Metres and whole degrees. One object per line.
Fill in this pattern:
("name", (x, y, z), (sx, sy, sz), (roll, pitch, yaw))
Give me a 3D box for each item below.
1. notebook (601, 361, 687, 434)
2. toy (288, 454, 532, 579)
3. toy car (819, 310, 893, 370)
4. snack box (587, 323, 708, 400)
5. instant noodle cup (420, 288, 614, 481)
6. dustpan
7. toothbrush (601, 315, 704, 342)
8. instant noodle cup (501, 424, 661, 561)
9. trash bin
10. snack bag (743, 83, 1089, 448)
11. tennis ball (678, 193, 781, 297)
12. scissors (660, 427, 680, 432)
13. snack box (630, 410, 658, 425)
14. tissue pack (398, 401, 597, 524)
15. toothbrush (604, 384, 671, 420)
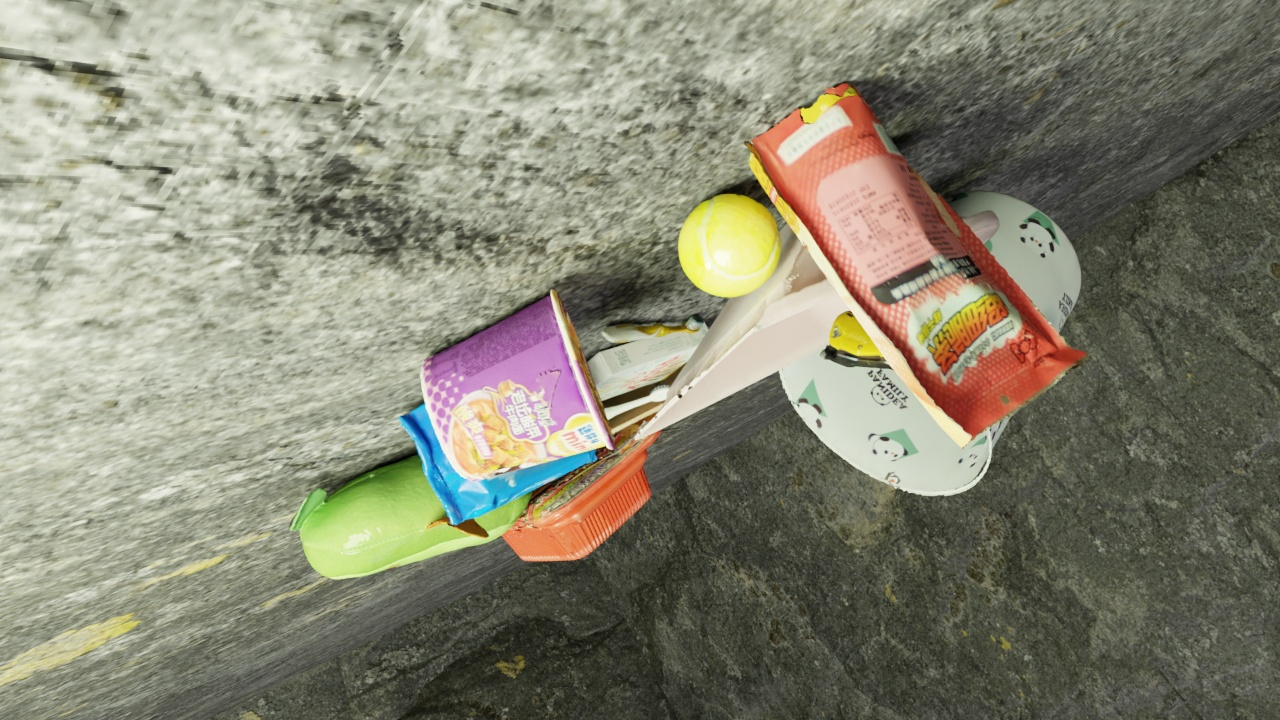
("notebook", (-0.004, 0.043, 0.979), (0.207, 0.008, 0.148), (-27, -169, -12))
("toy", (-0.176, 0.123, 0.789), (0.246, 0.090, 0.227), (-14, -176, -31))
("toy car", (0.177, -0.027, 0.589), (0.071, 0.041, 0.155), (12, -155, 41))
("snack box", (-0.005, 0.005, 0.891), (0.156, 0.027, 0.085), (-17, 164, -46))
("instant noodle cup", (-0.079, 0.023, 0.587), (0.099, 0.111, 0.111), (-22, 169, -1))
("dustpan", (0.146, -0.030, 0.680), (0.272, 0.139, 0.223), (-56, -176, -27))
("toothbrush", (0.016, -0.029, 0.816), (0.018, 0.016, 0.191), (-46, 164, 22))
("instant noodle cup", (-0.072, 0.136, 0.914), (0.164, 0.079, 0.189), (-37, -166, -37))
("trash bin", (0.306, -0.030, 0.938), (0.251, 0.229, 0.230), (-43, 177, -27))
("snack bag", (0.153, -0.058, 0.522), (0.128, 0.208, 0.073), (-23, 162, -35))
("tennis ball", (0.057, -0.073, 0.584), (0.065, 0.065, 0.065), (-28, 169, -6))
("scissors", (-0.039, 0.090, 1.083), (0.159, 0.014, 0.175), (-2, 171, -35))
("snack box", (0.032, 0.046, 1.127), (0.153, 0.026, 0.075), (-24, -177, -28))
("tissue pack", (-0.106, 0.061, 0.708), (0.156, 0.095, 0.052), (-20, 167, -48))
("toothbrush", (-0.071, 0.066, 0.904), (0.221, 0.027, 0.026), (-20, -155, 1))
